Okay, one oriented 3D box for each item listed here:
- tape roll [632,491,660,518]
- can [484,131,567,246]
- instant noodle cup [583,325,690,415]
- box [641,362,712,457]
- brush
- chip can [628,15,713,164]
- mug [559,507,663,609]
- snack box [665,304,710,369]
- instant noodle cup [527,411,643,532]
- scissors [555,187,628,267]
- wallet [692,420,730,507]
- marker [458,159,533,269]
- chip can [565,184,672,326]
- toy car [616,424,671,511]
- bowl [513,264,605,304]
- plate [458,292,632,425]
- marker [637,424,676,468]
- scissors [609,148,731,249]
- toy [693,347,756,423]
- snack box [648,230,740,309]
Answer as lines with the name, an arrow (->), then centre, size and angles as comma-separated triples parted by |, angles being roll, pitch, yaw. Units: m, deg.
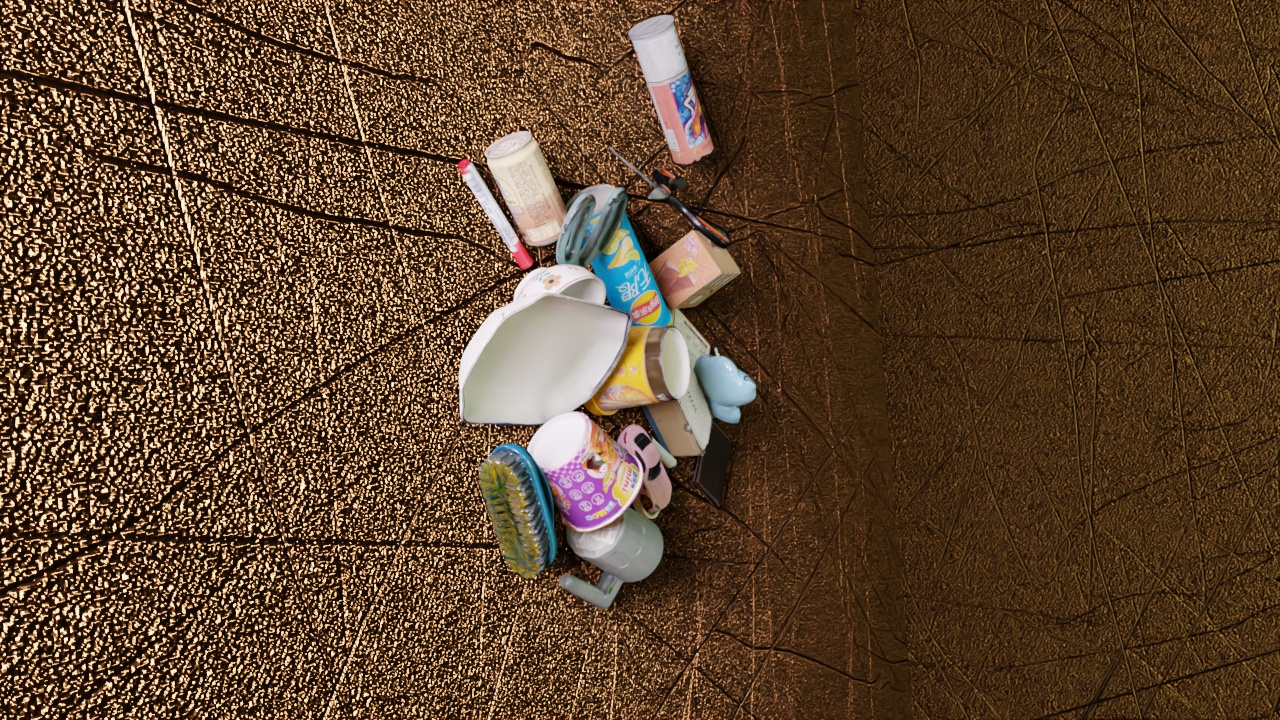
tape roll -> 0.010, 0.177, 1.277 | 0.085, 0.014, 0.085 | 23, 64, -62
can -> -0.123, -0.188, 1.012 | 0.058, 0.059, 0.116 | -67, 143, -46
instant noodle cup -> -0.007, 0.007, 1.156 | 0.118, 0.115, 0.118 | -6, 90, -65
box -> 0.046, 0.055, 1.326 | 0.184, 0.062, 0.089 | 63, 32, -34
brush -> -0.120, 0.151, 0.955 | 0.073, 0.055, 0.144 | -42, 122, -58
chip can -> 0.049, -0.412, 1.410 | 0.071, 0.071, 0.215 | -67, 144, -45
mug -> -0.040, 0.230, 1.097 | 0.123, 0.084, 0.103 | -60, 144, -12
snack box -> 0.067, -0.020, 1.423 | 0.153, 0.026, 0.075 | 44, 47, -54
instant noodle cup -> -0.067, 0.118, 1.024 | 0.099, 0.112, 0.111 | 54, 38, -35
scissors -> -0.060, -0.135, 1.078 | 0.171, 0.019, 0.177 | -46, 160, -43
wallet -> 0.117, 0.165, 1.503 | 0.096, 0.020, 0.122 | 48, 44, -44
marker -> -0.155, -0.155, 0.987 | 0.145, 0.017, 0.017 | 60, 34, -41
chip can -> -0.026, -0.122, 1.191 | 0.210, 0.071, 0.071 | 64, 32, -37
toy car -> 0.009, 0.143, 1.228 | 0.056, 0.037, 0.122 | -39, 106, -50
bowl -> -0.100, -0.063, 1.010 | 0.113, 0.062, 0.114 | -40, 156, -22
plate -> -0.103, -0.004, 0.972 | 0.162, 0.034, 0.265 | -55, 156, 13
marker -> 0.022, 0.125, 1.304 | 0.018, 0.023, 0.131 | -56, 142, -11
scissors -> 0.046, -0.242, 1.330 | 0.233, 0.022, 0.220 | 37, 20, -18
toy -> 0.117, 0.040, 1.373 | 0.049, 0.162, 0.156 | -47, 131, -25
snack box -> 0.079, -0.135, 1.364 | 0.077, 0.095, 0.092 | 58, 24, 9
